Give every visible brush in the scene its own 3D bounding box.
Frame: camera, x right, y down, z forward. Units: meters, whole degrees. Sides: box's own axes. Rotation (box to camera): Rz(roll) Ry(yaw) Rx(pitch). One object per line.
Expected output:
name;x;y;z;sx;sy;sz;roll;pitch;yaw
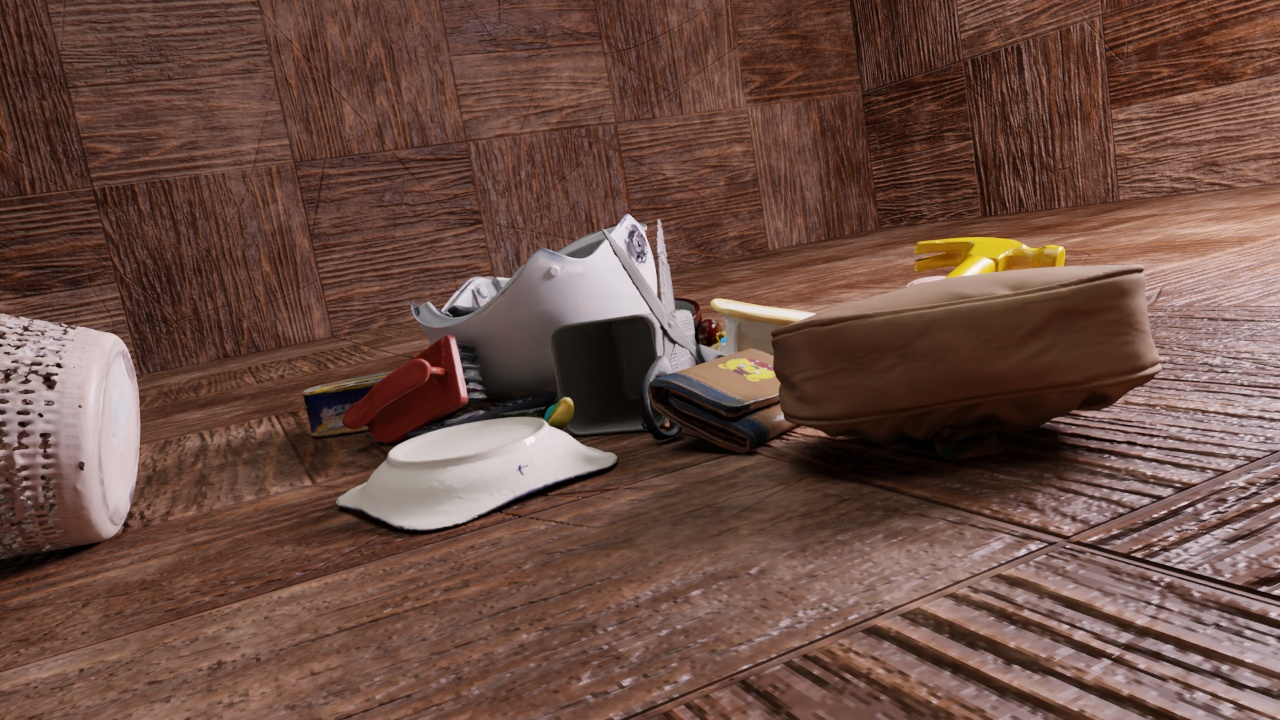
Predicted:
brush;-0.206;0.032;0.814;0.146;0.063;0.069;-28;-21;39

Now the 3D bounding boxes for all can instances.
can;-0.276;0.042;0.960;0.148;0.049;0.074;-10;8;3

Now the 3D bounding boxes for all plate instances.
plate;-0.117;0.069;0.634;0.163;0.034;0.164;-17;11;-38

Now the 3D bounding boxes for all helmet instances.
helmet;-0.080;-0.040;0.912;0.230;0.146;0.257;-17;10;31

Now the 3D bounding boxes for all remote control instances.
remote control;-0.134;0.053;0.794;0.136;0.024;0.053;-17;7;-26

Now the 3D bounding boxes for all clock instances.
clock;0.038;-0.026;0.985;0.082;0.055;0.122;-22;29;-25

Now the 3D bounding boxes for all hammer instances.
hammer;0.259;-0.050;0.803;0.129;0.033;0.299;13;32;38

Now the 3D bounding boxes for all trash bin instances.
trash bin;-0.466;0.053;0.633;0.192;0.227;0.228;1;5;-18

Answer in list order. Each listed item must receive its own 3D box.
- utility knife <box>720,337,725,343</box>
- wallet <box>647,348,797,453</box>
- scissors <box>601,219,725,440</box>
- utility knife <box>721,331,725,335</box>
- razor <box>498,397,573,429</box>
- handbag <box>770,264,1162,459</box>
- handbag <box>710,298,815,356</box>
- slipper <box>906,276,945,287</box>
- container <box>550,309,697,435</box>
utility knife;0.022;-0.004;1.032;0.161;0.018;0.034;-13;9;-11
wallet;0.074;0.025;0.647;0.090;0.033;0.115;26;28;36
scissors;0.023;-0.020;0.691;0.014;0.178;0.159;-28;31;52
utility knife;0.122;-0.025;1.060;0.033;0.015;0.192;-8;7;-11
razor;-0.075;0.045;0.718;0.043;0.028;0.133;-4;-7;-23
handbag;0.183;0.002;0.538;0.205;0.100;0.147;-8;1;12
handbag;0.155;-0.017;0.863;0.179;0.063;0.163;5;9;0
slipper;0.315;-0.061;0.935;0.114;0.054;0.274;-9;10;2
container;-0.005;0.004;0.762;0.090;0.090;0.114;-6;6;24
